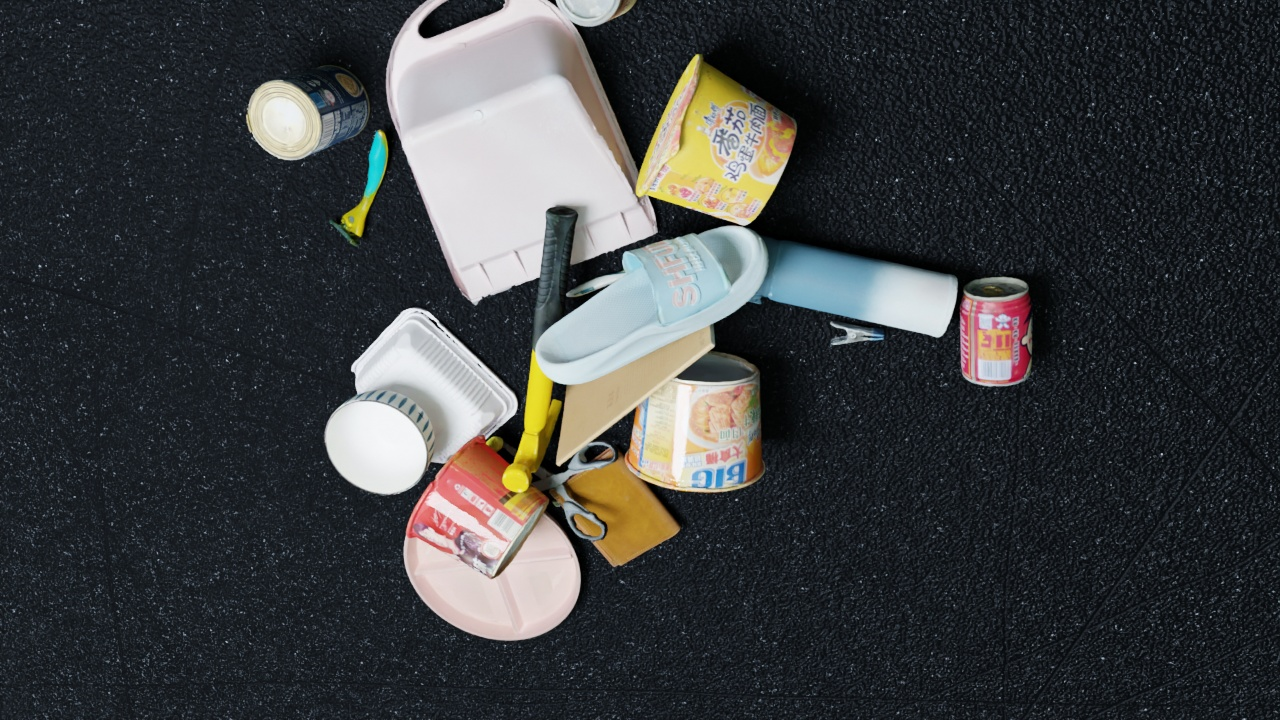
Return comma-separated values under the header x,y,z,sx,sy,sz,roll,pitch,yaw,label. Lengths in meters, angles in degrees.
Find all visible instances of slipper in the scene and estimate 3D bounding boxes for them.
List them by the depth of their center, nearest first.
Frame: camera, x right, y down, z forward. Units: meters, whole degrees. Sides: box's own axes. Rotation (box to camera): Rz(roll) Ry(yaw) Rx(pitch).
x,y,z,sx,sy,sz,roll,pitch,yaw,label
0.003,-0.064,0.876,0.245,0.104,0.074,-30,132,3,slipper

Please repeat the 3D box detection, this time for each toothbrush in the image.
x,y,z,sx,sy,sz,roll,pitch,yaw,label
0.005,-0.103,0.968,0.192,0.016,0.018,-18,100,17,toothbrush

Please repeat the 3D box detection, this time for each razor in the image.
x,y,z,sx,sy,sz,roll,pitch,yaw,label
-0.292,-0.186,0.975,0.043,0.028,0.133,44,121,24,razor

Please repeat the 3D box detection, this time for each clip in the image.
x,y,z,sx,sy,sz,roll,pitch,yaw,label
0.227,-0.030,0.959,0.056,0.024,0.027,2,112,16,clip

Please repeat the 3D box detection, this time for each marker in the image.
x,y,z,sx,sy,sz,roll,pitch,yaw,label
-0.210,0.129,1.111,0.124,0.015,0.018,-38,65,26,marker

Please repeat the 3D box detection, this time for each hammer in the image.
x,y,z,sx,sy,sz,roll,pitch,yaw,label
-0.100,-0.014,0.961,0.033,0.128,0.301,12,117,4,hammer

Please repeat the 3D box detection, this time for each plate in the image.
x,y,z,sx,sy,sz,roll,pitch,yaw,label
-0.186,0.256,1.161,0.229,0.028,0.230,4,115,9,plate

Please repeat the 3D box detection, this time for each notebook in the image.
x,y,z,sx,sy,sz,roll,pitch,yaw,label
-0.006,0.006,0.946,0.212,0.149,0.012,-38,114,23,notebook

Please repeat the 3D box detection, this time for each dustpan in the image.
x,y,z,sx,sy,sz,roll,pitch,yaw,label
-0.126,-0.224,0.922,0.222,0.138,0.274,-17,137,5,dustpan

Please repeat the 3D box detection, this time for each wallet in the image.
x,y,z,sx,sy,sz,roll,pitch,yaw,label
-0.037,0.181,1.096,0.119,0.035,0.130,-33,104,22,wallet

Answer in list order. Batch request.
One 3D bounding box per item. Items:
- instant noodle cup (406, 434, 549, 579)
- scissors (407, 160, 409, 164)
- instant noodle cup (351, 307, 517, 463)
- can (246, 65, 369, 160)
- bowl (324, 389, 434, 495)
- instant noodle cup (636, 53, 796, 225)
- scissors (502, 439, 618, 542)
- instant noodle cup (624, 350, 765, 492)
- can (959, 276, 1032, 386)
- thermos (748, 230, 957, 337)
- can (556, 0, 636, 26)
x,y,z,sx,sy,sz,roll,pitch,yaw,label
-0.177,0.171,1.025,0.108,0.137,0.138,34,116,7,instant noodle cup
-0.153,-0.184,0.956,0.170,0.019,0.181,-7,111,10,scissors
-0.244,0.041,1.056,0.173,0.060,0.138,44,114,-12,instant noodle cup
-0.326,-0.246,0.907,0.075,0.111,0.075,4,115,8,can
-0.279,0.082,1.010,0.116,0.066,0.117,3,114,7,bowl
0.072,-0.195,0.853,0.110,0.137,0.138,23,117,-10,instant noodle cup
-0.099,0.146,1.071,0.181,0.014,0.159,-28,78,18,scissors
0.060,0.057,0.966,0.151,0.151,0.111,5,107,8,instant noodle cup
0.353,-0.030,0.910,0.066,0.066,0.094,-5,113,12,can
0.199,-0.076,0.919,0.220,0.070,0.070,12,116,5,thermos
-0.036,-0.331,0.813,0.058,0.116,0.059,4,116,8,can
